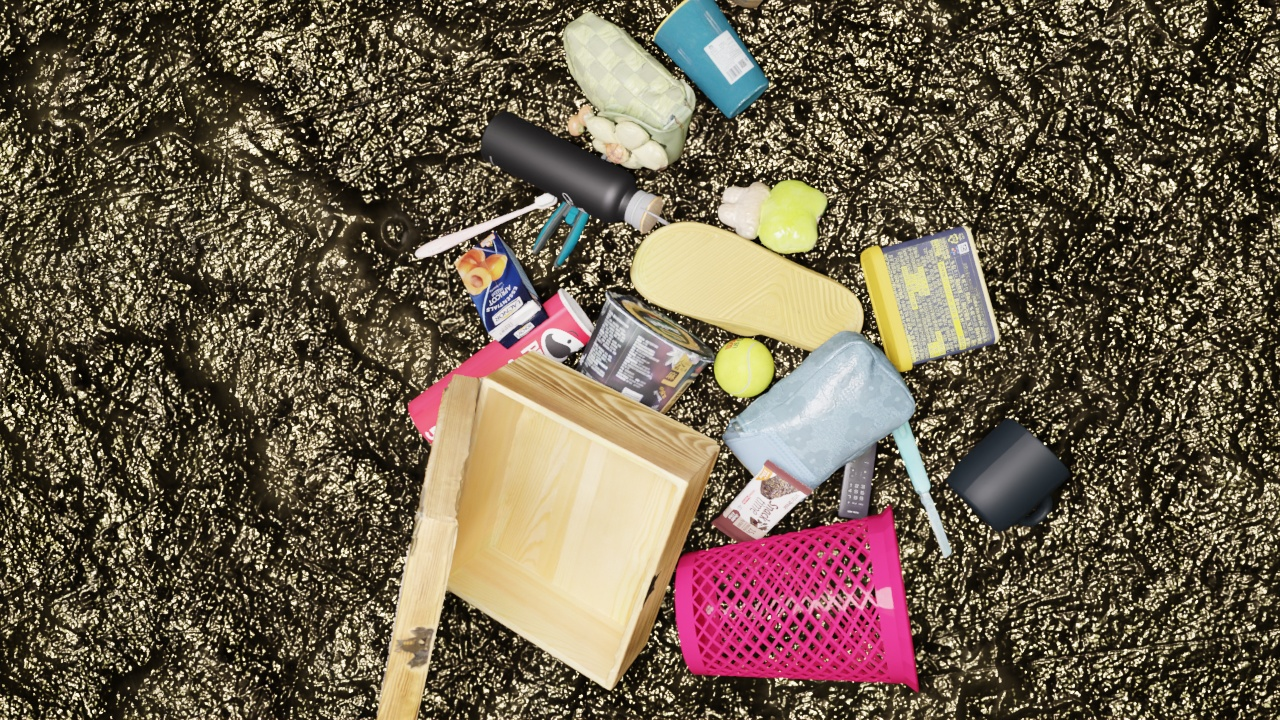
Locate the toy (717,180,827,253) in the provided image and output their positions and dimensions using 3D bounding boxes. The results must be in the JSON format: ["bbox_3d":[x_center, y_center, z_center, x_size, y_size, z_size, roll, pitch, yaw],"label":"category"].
[{"bbox_3d":[0.144,-0.162,1.006,0.115,0.046,0.092,13,66,11],"label":"toy"}]

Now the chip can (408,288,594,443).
[{"bbox_3d":[-0.156,0.011,1.040,0.221,0.069,0.069,-36,87,7],"label":"chip can"}]

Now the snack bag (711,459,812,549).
[{"bbox_3d":[0.126,0.159,0.982,0.057,0.158,0.013,35,52,4],"label":"snack bag"}]

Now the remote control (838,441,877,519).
[{"bbox_3d":[0.244,0.107,1.018,0.032,0.015,0.136,8,89,7],"label":"remote control"}]

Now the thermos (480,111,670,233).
[{"bbox_3d":[-0.066,-0.200,1.010,0.231,0.061,0.061,29,94,15],"label":"thermos"}]

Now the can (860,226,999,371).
[{"bbox_3d":[0.307,-0.066,0.979,0.104,0.075,0.135,-15,89,4],"label":"can"}]

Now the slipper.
[{"bbox_3d":[0.115,-0.078,1.004,0.263,0.078,0.099,19,93,-10],"label":"slipper"}]

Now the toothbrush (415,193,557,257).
[{"bbox_3d":[-0.181,-0.156,1.067,0.181,0.018,0.015,-21,88,8],"label":"toothbrush"}]

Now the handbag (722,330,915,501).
[{"bbox_3d":[0.185,0.057,0.975,0.192,0.118,0.122,-44,98,12],"label":"handbag"}]

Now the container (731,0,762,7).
[{"bbox_3d":[0.059,-0.491,0.945,0.250,0.186,0.157,31,94,6],"label":"container"}]

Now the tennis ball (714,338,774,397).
[{"bbox_3d":[0.114,0.008,1.007,0.065,0.065,0.065,0,91,7],"label":"tennis ball"}]

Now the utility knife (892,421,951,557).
[{"bbox_3d":[0.308,0.132,1.010,0.022,0.015,0.179,-20,87,8],"label":"utility knife"}]

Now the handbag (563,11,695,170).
[{"bbox_3d":[-0.026,-0.281,0.995,0.116,0.113,0.186,-44,84,-9],"label":"handbag"}]

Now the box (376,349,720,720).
[{"bbox_3d":[-0.141,0.183,0.872,0.282,0.314,0.280,27,120,19],"label":"box"}]

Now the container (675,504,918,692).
[{"bbox_3d":[0.161,0.256,0.961,0.226,0.183,0.183,-9,90,15],"label":"container"}]

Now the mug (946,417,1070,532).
[{"bbox_3d":[0.395,0.134,0.973,0.094,0.085,0.121,-45,115,6],"label":"mug"}]

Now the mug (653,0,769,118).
[{"bbox_3d":[0.082,-0.331,1.004,0.078,0.078,0.121,-39,90,6],"label":"mug"}]

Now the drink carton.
[{"bbox_3d":[-0.156,-0.078,1.020,0.064,0.040,0.130,-37,51,7],"label":"drink carton"}]

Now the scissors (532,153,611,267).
[{"bbox_3d":[-0.069,-0.171,1.050,0.128,0.019,0.140,-12,83,11],"label":"scissors"}]

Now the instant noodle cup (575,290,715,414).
[{"bbox_3d":[-0.006,0.006,0.991,0.137,0.137,0.112,34,101,5],"label":"instant noodle cup"}]
